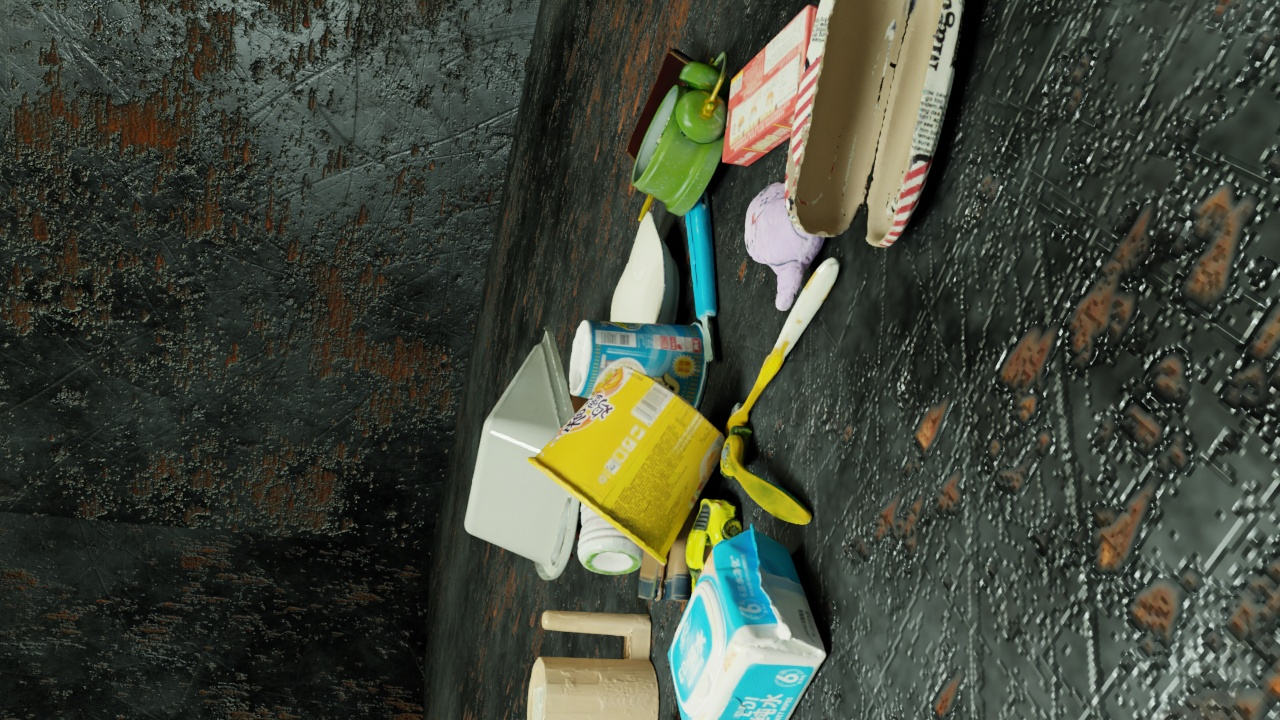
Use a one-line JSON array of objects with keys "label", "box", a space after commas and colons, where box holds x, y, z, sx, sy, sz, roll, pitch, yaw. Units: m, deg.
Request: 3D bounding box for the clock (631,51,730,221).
[{"label": "clock", "box": [0.044, -0.210, 0.848, 0.115, 0.056, 0.162, -84, 21, -47]}]

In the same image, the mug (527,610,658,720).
[{"label": "mug", "box": [-0.044, 0.294, 0.841, 0.084, 0.103, 0.124, 135, 140, -65]}]

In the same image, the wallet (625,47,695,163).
[{"label": "wallet", "box": [0.022, -0.258, 0.953, 0.122, 0.020, 0.096, -65, 25, 21]}]

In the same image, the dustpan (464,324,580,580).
[{"label": "dustpan", "box": [-0.108, 0.123, 1.077, 0.257, 0.142, 0.223, -60, -12, -60]}]

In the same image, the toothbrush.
[{"label": "toothbrush", "box": [0.098, -0.005, 0.661, 0.192, 0.016, 0.018, 114, 167, -45]}]

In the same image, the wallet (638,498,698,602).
[{"label": "wallet", "box": [0.025, 0.154, 0.809, 0.090, 0.033, 0.115, 143, 136, -70]}]

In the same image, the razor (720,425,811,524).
[{"label": "razor", "box": [0.085, 0.085, 0.645, 0.132, 0.028, 0.043, -136, 59, -69]}]

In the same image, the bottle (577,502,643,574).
[{"label": "bottle", "box": [-0.027, 0.119, 0.949, 0.068, 0.068, 0.196, 118, 158, -50]}]

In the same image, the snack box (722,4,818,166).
[{"label": "snack box", "box": [0.106, -0.209, 0.719, 0.153, 0.025, 0.075, 166, 110, -74]}]

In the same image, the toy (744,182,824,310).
[{"label": "toy", "box": [0.100, -0.089, 0.649, 0.108, 0.039, 0.084, -118, 43, -64]}]

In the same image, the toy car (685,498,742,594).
[{"label": "toy car", "box": [0.053, 0.158, 0.703, 0.048, 0.032, 0.105, 152, 124, -70]}]

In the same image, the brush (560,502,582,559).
[{"label": "brush", "box": [-0.091, 0.189, 1.139, 0.069, 0.063, 0.146, -65, 17, 9]}]

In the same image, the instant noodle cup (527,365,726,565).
[{"label": "instant noodle cup", "box": [-0.005, 0.078, 0.736, 0.109, 0.138, 0.138, -53, 12, -10]}]

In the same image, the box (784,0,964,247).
[{"label": "box", "box": [0.140, -0.145, 0.508, 0.088, 0.076, 0.163, 19, 101, 48]}]

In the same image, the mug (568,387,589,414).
[{"label": "mug", "box": [-0.078, 0.067, 1.147, 0.123, 0.078, 0.078, 153, 125, -65]}]

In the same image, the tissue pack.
[{"label": "tissue pack", "box": [0.062, 0.186, 0.595, 0.089, 0.063, 0.140, -103, 26, -53]}]

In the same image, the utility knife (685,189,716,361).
[{"label": "utility knife", "box": [0.057, -0.078, 0.838, 0.034, 0.018, 0.191, 120, 153, -53]}]

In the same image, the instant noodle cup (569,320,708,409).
[{"label": "instant noodle cup", "box": [-0.005, 0.005, 0.844, 0.099, 0.110, 0.099, -172, 91, -74]}]

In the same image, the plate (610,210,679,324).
[{"label": "plate", "box": [0.007, -0.057, 0.973, 0.164, 0.034, 0.164, -98, 23, -44]}]
